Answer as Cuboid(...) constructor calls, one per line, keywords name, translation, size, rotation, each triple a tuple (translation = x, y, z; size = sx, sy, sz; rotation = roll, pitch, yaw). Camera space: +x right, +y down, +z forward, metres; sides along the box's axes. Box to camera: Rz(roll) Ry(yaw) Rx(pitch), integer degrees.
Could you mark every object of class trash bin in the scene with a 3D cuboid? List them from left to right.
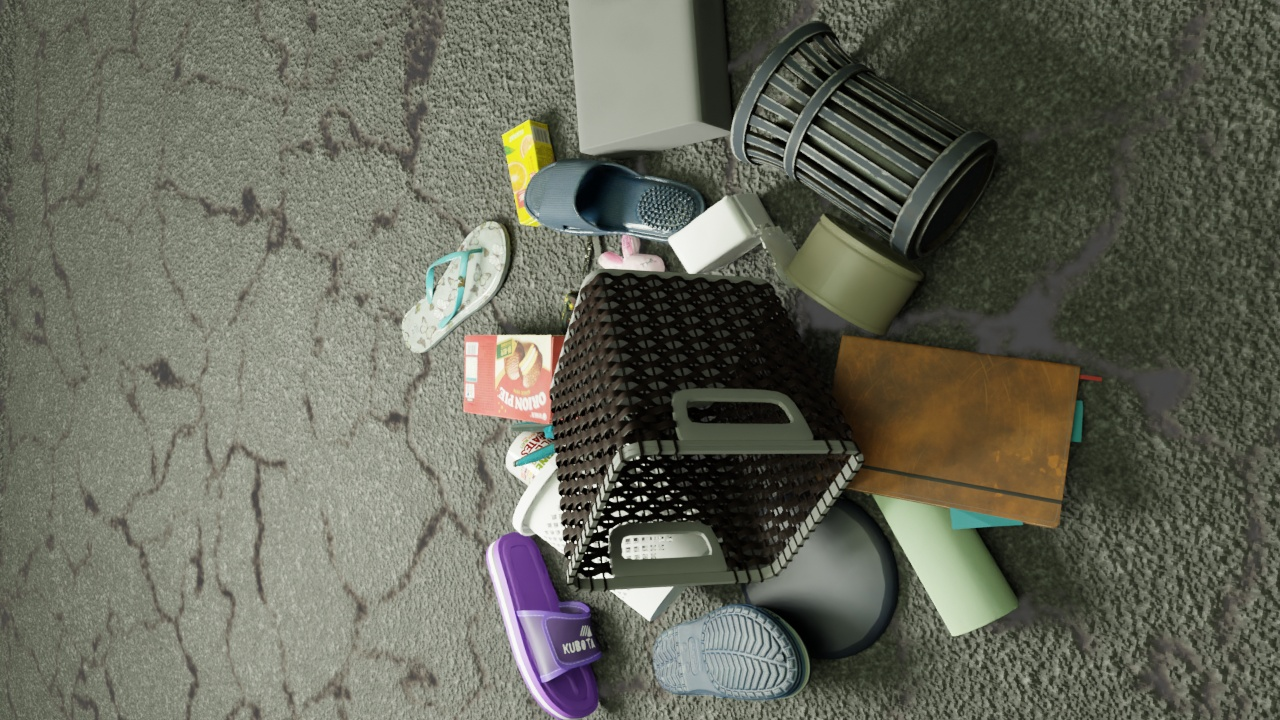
Cuboid(name="trash bin", translation=(-0.017, 0.201, 1.130), size=(0.199, 0.195, 0.196), rotation=(40, 113, 17))
Cuboid(name="trash bin", translation=(0.010, -0.379, 1.135), size=(0.192, 0.097, 0.220), rotation=(-4, 90, 35))
Cuboid(name="trash bin", translation=(0.233, -0.220, 0.949), size=(0.227, 0.164, 0.164), rotation=(41, 113, 23))

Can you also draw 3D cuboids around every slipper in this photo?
Cuboid(name="slipper", translation=(-0.286, -0.100, 1.376), size=(0.269, 0.054, 0.098), rotation=(-44, 70, 29))
Cuboid(name="slipper", translation=(-0.118, 0.348, 1.246), size=(0.084, 0.107, 0.266), rotation=(-38, 66, 29))
Cuboid(name="slipper", translation=(-0.045, -0.211, 1.166), size=(0.264, 0.082, 0.101), rotation=(13, 86, 25))
Cuboid(name="slipper", translation=(0.113, 0.348, 1.096), size=(0.254, 0.095, 0.105), rotation=(-25, 61, 50))

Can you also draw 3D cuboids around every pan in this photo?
Cuboid(name="pan", translation=(0.213, 0.171, 1.057), size=(0.199, 0.021, 0.356), rotation=(14, 99, 34))

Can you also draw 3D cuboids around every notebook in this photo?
Cuboid(name="notebook", translation=(0.313, 0.076, 0.925), size=(0.249, 0.014, 0.178), rotation=(9, 78, 21))

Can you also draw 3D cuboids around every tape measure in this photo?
Cuboid(name="tape measure", translation=(-0.073, -0.051, 1.236), size=(0.071, 0.042, 0.072), rotation=(21, 99, 32))

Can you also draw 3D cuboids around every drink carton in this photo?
Cuboid(name="drink carton", translation=(-0.148, -0.259, 1.281), size=(0.059, 0.042, 0.134), rotation=(-18, 80, 36))

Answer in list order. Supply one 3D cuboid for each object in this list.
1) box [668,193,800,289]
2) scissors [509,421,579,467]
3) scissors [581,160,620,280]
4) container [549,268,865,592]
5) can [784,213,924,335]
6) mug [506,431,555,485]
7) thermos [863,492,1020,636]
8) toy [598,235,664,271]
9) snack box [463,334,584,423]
Cuboid(name="box", translation=(0.129, -0.120, 1.061), size=(0.129, 0.108, 0.137), rotation=(-32, 88, 29))
Cuboid(name="scissors", translation=(-0.113, 0.103, 1.228), size=(0.157, 0.124, 0.019), rotation=(16, 143, 25))
Cuboid(name="scissors", translation=(-0.061, -0.198, 1.239), size=(0.162, 0.012, 0.158), rotation=(-45, 65, 28))
Cuboid(name="container", translation=(0.043, 0.070, 0.970), size=(0.246, 0.247, 0.243), rotation=(112, 152, -44))
Cuboid(name="can", translation=(0.227, -0.093, 0.974), size=(0.128, 0.127, 0.073), rotation=(41, 111, 27))
Cuboid(name="mug", translation=(-0.128, 0.157, 1.268), size=(0.089, 0.073, 0.105), rotation=(31, 134, 30))
Cuboid(name="thermos", translation=(0.297, 0.166, 0.961), size=(0.083, 0.082, 0.231), rotation=(-36, 72, 30))
Cuboid(name="toy", translation=(-0.005, -0.118, 1.184), size=(0.064, 0.047, 0.110), rotation=(-51, 59, 12))
Cuboid(name="snack box", translation=(-0.161, 0.021, 1.248), size=(0.237, 0.060, 0.113), rotation=(2, 90, 52))
